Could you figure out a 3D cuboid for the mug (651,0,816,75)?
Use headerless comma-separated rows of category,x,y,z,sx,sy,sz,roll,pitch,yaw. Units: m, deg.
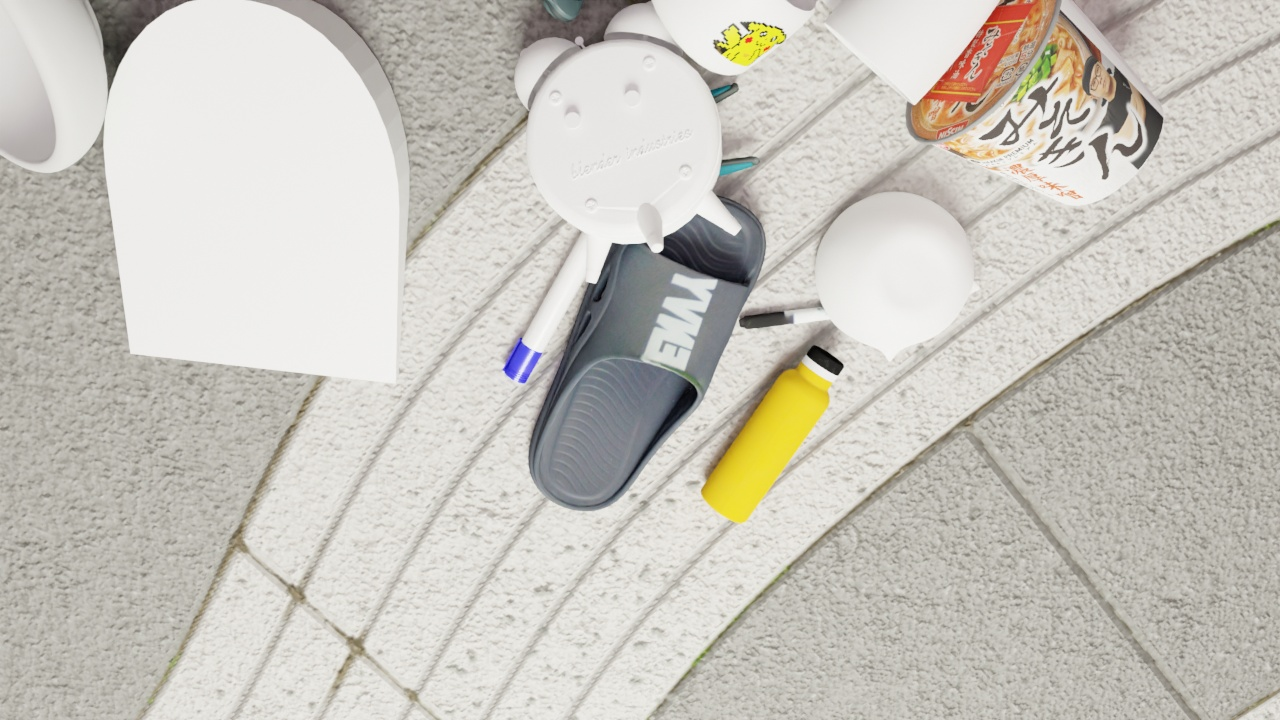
mug,0.063,-0.232,0.579,0.068,0.115,0.094,-30,66,38

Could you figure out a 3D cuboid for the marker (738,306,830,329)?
marker,0.149,-0.037,0.687,0.152,0.011,0.011,-7,108,-1

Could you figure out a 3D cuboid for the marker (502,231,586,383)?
marker,-0.059,-0.047,0.670,0.020,0.020,0.142,28,104,-11

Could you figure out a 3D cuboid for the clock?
clock,-0.011,-0.144,0.594,0.125,0.073,0.161,-18,89,6

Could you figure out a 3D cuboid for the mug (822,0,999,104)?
mug,0.166,-0.236,0.590,0.114,0.080,0.088,47,111,14

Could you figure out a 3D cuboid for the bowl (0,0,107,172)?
bowl,-0.385,-0.208,0.557,0.177,0.066,0.177,22,136,22

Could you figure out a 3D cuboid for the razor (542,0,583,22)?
razor,-0.006,-0.272,0.587,0.143,0.052,0.047,-33,101,2

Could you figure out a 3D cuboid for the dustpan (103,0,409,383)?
dustpan,-0.259,-0.119,0.639,0.191,0.053,0.258,7,118,-5

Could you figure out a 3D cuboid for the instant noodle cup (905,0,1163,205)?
instant noodle cup,0.264,-0.168,0.602,0.121,0.123,0.124,26,105,-20

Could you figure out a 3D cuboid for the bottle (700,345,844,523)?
bottle,0.102,0.055,0.697,0.043,0.043,0.144,30,104,-11

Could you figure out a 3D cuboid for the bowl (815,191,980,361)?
bowl,0.186,-0.062,0.652,0.114,0.050,0.115,0,100,-3

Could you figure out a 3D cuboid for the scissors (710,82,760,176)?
scissors,0.014,-0.146,0.641,0.154,0.019,0.126,24,100,-3

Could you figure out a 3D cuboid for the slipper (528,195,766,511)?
slipper,-0.004,0.004,0.657,0.110,0.083,0.268,26,106,-9
